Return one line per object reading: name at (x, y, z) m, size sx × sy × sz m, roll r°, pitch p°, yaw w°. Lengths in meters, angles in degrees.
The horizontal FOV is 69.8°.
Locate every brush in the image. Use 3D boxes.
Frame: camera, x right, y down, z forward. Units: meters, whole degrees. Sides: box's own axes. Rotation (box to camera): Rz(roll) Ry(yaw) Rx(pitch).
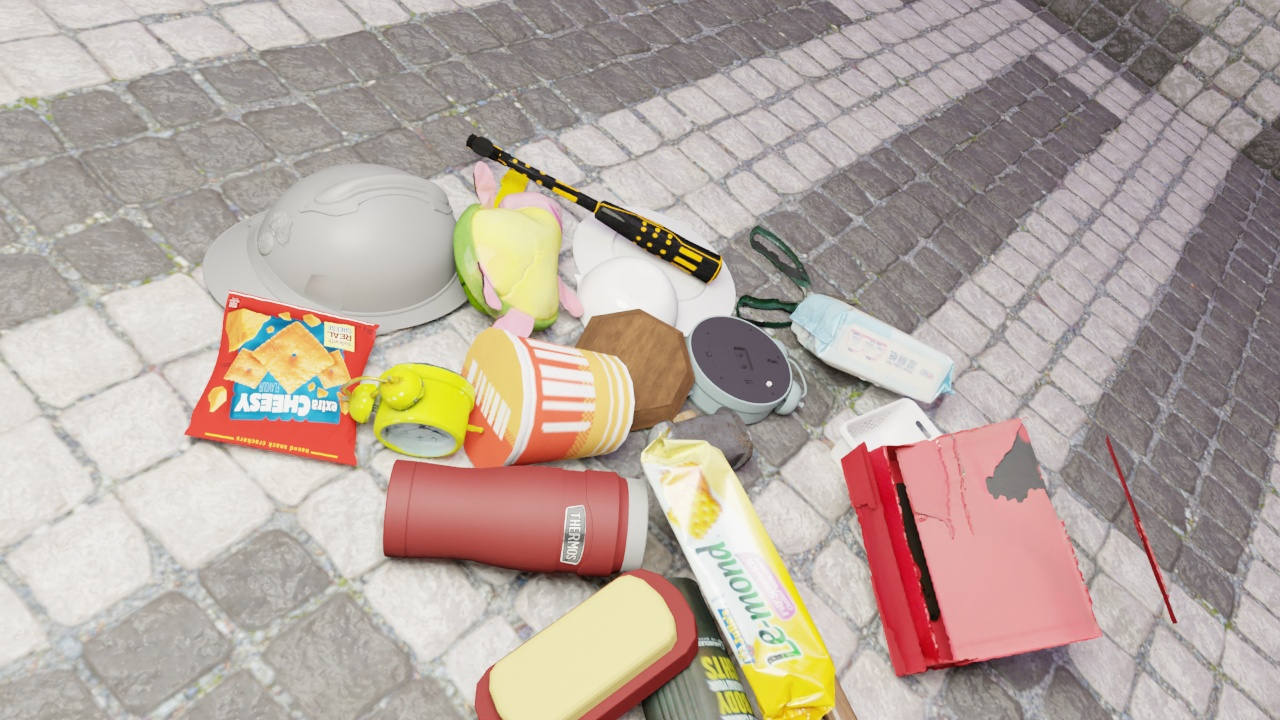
brush at (-0.040, 0.221, 0.673) m, size 0.173 × 0.042 × 0.082 m, roll -32°, pitch 51°, yaw -16°

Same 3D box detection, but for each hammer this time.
hammer at (-0.049, -0.173, 1.038) m, size 0.320 × 0.036 × 0.123 m, roll 26°, pitch 7°, yaw -14°
hammer at (0.112, 0.186, 0.846) m, size 0.097 × 0.052 × 0.328 m, roll -10°, pitch 60°, yaw -35°

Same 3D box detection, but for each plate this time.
plate at (0.021, -0.113, 1.080) m, size 0.208 × 0.015 × 0.208 m, roll 15°, pitch 46°, yaw -16°
plate at (-0.005, 0.006, 0.916) m, size 0.131 × 0.025 × 0.131 m, roll 3°, pitch 73°, yaw -12°

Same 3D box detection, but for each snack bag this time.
snack bag at (-0.296, 0.014, 0.775) m, size 0.130 × 0.039 × 0.143 m, roll 14°, pitch 53°, yaw -20°
snack bag at (0.083, 0.175, 0.738) m, size 0.068 × 0.160 × 0.247 m, roll -27°, pitch 73°, yaw -2°

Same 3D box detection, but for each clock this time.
clock at (0.112, 0.012, 0.998) m, size 0.159 × 0.045 × 0.122 m, roll 7°, pitch 49°, yaw -25°
clock at (-0.193, 0.037, 0.769) m, size 0.119 × 0.083 × 0.057 m, roll 33°, pitch 48°, yaw -40°

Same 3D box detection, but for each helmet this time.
helmet at (-0.264, -0.128, 0.863) m, size 0.270 × 0.118 × 0.183 m, roll -14°, pitch 59°, yaw -35°

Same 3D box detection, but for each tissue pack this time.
tissue pack at (0.270, -0.011, 1.061) m, size 0.182 × 0.070 × 0.112 m, roll 24°, pitch 9°, yaw -14°

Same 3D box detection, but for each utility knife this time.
utility knife at (-0.163, -0.148, 1.009) m, size 0.030 × 0.019 × 0.224 m, roll 20°, pitch 43°, yaw -5°

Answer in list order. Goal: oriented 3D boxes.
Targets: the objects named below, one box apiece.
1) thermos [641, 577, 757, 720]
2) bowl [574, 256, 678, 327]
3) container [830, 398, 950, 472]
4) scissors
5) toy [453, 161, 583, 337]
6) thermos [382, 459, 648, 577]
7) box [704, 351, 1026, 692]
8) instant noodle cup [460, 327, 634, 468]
thermos at (0.046, 0.278, 0.694) m, size 0.098 × 0.098 × 0.220 m, roll 1°, pitch 48°, yaw -28°
bowl at (-0.008, -0.069, 0.985) m, size 0.114 × 0.051 × 0.114 m, roll 9°, pitch 57°, yaw -15°
container at (0.268, 0.098, 1.002) m, size 0.129 × 0.050 × 0.080 m, roll -16°, pitch 61°, yaw -38°
scissors at (0.177, -0.085, 1.142) m, size 0.201 × 0.015 × 0.203 m, roll 46°, pitch 45°, yaw 18°
toy at (-0.126, -0.103, 0.915) m, size 0.190 × 0.088 × 0.237 m, roll 51°, pitch 26°, yaw -28°
thermos at (-0.099, 0.123, 0.741) m, size 0.198 × 0.084 × 0.108 m, roll 6°, pitch 9°, yaw -8°
box at (0.204, 0.144, 0.746) m, size 0.478 × 0.171 × 0.214 m, roll 41°, pitch 37°, yaw -62°
instant noodle cup at (-0.082, 0.037, 0.823) m, size 0.121 × 0.124 × 0.123 m, roll 4°, pitch 50°, yaw -36°
